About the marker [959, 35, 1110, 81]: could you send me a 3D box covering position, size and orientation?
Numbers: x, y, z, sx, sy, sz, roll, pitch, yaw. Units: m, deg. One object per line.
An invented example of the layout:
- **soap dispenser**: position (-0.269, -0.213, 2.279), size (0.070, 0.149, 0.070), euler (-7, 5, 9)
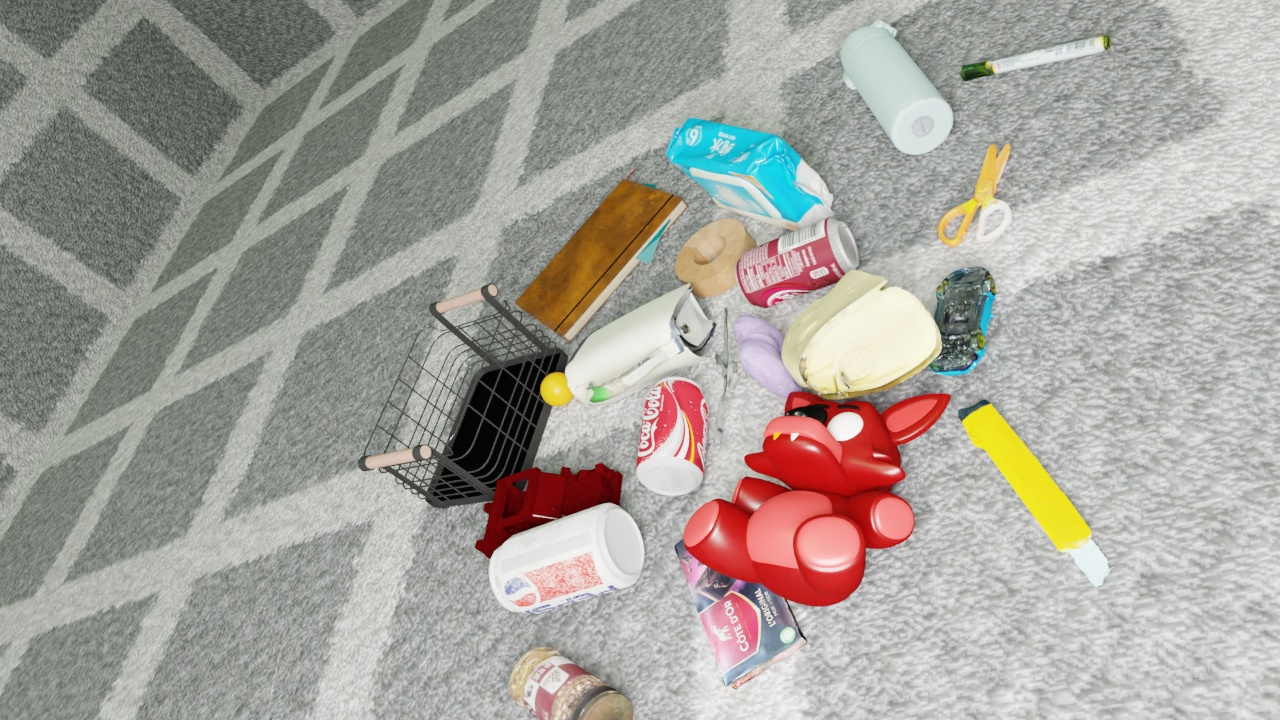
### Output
- **marker**: position (0.397, -0.306, 0.931), size (0.147, 0.017, 0.017), euler (2, 57, 45)

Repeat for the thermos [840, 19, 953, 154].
- **thermos**: position (0.275, -0.303, 1.008), size (0.078, 0.065, 0.206), euler (-56, 28, 32)

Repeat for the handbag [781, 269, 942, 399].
- **handbag**: position (0.178, -0.017, 0.774), size (0.111, 0.081, 0.119), euler (-35, 8, 3)

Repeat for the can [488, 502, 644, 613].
- **can**: position (-0.070, 0.188, 0.863), size (0.136, 0.078, 0.078), euler (-23, 41, 28)

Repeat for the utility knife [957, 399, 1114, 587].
- **utility knife**: position (0.282, 0.090, 0.663), size (0.030, 0.017, 0.175), euler (-40, 36, 16)

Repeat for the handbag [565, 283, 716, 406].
- **handbag**: position (-0.006, 0.006, 0.953), size (0.152, 0.074, 0.175), euler (-27, 15, 25)

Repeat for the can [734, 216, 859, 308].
- **can**: position (0.158, -0.097, 0.926), size (0.114, 0.063, 0.063), euler (-20, 43, 31)

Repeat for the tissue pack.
- **tissue pack**: position (0.123, -0.207, 1.024), size (0.066, 0.117, 0.209), euler (-55, 36, -3)

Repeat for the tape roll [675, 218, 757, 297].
- **tape roll**: position (0.086, -0.117, 1.046), size (0.094, 0.027, 0.093), euler (-26, 40, 24)

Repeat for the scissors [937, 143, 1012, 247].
- **scissors**: position (0.330, -0.159, 0.860), size (0.074, 0.012, 0.131), euler (11, 65, 48)

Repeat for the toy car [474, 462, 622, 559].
- **toy car**: position (-0.103, 0.151, 0.945), size (0.170, 0.062, 0.070), euler (-22, 42, 29)

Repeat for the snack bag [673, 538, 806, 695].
- **snack bag**: position (0.079, 0.192, 0.765), size (0.075, 0.018, 0.155), euler (-37, 39, 11)

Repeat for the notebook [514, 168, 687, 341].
- **notebook**: position (-0.048, -0.143, 1.214), size (0.249, 0.014, 0.178), euler (-50, 36, -5)

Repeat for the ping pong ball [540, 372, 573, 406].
- **ping pong ball**: position (-0.097, 0.034, 1.070), size (0.040, 0.040, 0.040), euler (-26, 40, 24)

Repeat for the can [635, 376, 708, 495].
- **can**: position (0.032, 0.072, 0.886), size (0.064, 0.064, 0.104), euler (-20, 43, 30)

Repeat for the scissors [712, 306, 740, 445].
- **scissors**: position (0.081, 0.010, 0.874), size (0.172, 0.014, 0.141), euler (108, 168, -81)

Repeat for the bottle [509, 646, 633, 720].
- **bottle**: position (-0.060, 0.287, 0.776), size (0.105, 0.056, 0.056), euler (12, 64, 49)

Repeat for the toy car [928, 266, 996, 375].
- **toy car**: position (0.273, -0.032, 0.775), size (0.048, 0.032, 0.105), euler (-7, 53, 42)

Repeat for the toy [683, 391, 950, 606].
- **toy**: position (0.140, 0.095, 0.723), size (0.159, 0.120, 0.196), euler (-4, 45, 46)

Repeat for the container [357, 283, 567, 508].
- **container**: position (-0.210, 0.048, 1.091), size (0.163, 0.130, 0.240), euler (-13, 47, 36)

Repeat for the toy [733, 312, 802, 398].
- **toy**: position (0.121, -0.003, 0.871), size (0.037, 0.080, 0.099), euler (-46, 15, 24)
